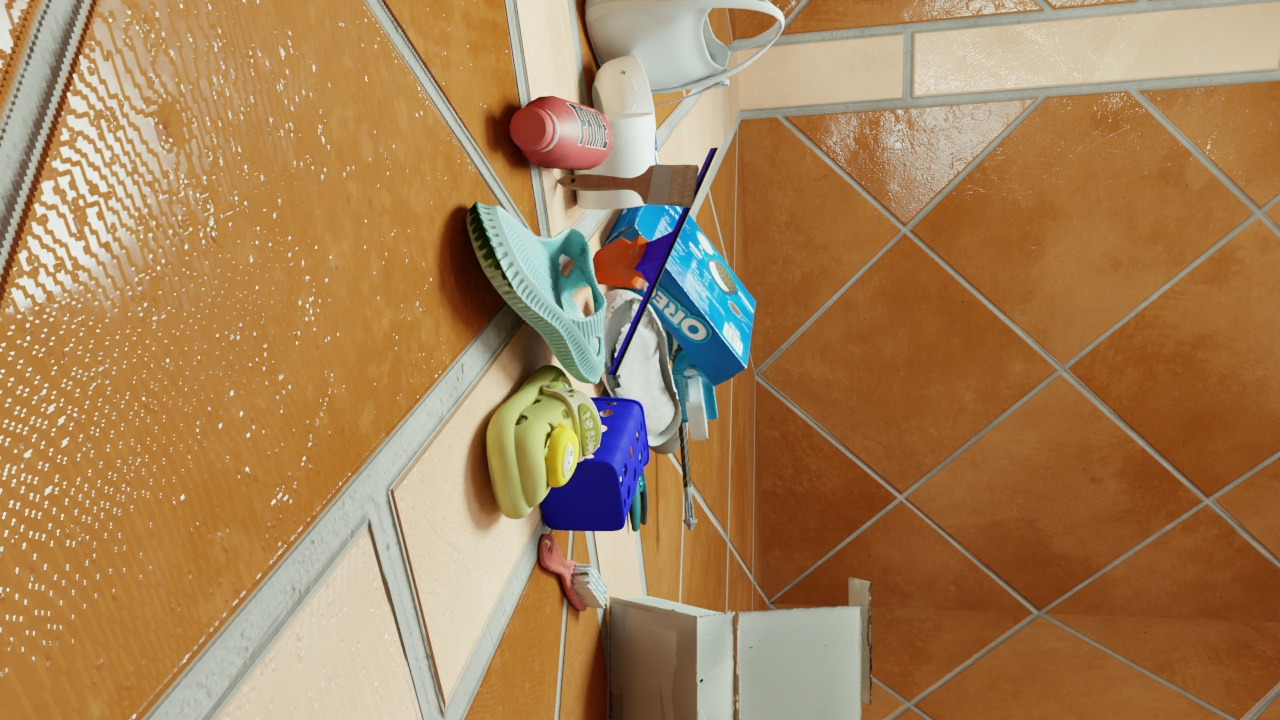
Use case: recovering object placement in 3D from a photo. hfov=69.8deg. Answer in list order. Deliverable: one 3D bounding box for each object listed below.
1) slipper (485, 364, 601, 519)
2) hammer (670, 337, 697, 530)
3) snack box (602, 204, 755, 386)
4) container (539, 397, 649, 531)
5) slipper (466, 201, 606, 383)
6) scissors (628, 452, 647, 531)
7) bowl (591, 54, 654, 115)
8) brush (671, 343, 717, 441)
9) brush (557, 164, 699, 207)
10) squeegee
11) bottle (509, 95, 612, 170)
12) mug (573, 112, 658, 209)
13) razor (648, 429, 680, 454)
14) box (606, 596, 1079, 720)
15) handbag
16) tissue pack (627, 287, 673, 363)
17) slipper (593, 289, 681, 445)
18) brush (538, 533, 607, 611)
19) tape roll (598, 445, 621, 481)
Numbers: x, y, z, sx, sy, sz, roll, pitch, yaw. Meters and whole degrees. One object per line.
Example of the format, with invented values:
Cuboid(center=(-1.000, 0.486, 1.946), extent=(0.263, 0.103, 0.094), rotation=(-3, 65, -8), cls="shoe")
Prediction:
Cuboid(center=(-0.072, 0.065, 0.778), extent=(0.190, 0.082, 0.092), rotation=(-70, 158, -66), cls="slipper")
Cuboid(center=(0.064, 0.097, 1.402), extent=(0.098, 0.044, 0.322), rotation=(125, -40, -87), cls="hammer")
Cuboid(center=(0.059, -0.110, 1.206), extent=(0.239, 0.056, 0.195), rotation=(50, 26, -17), cls="snack box")
Cuboid(center=(-0.045, 0.100, 0.887), extent=(0.113, 0.085, 0.084), rotation=(-67, 153, -60), cls="container")
Cuboid(center=(-0.066, -0.058, 0.782), extent=(0.276, 0.069, 0.116), rotation=(52, 16, -67), cls="slipper")
Cuboid(center=(-0.004, 0.155, 1.227), extent=(0.139, 0.019, 0.128), rotation=(64, 33, -47), cls="scissors")
Cuboid(center=(-0.023, -0.293, 1.054), extent=(0.105, 0.054, 0.105), rotation=(163, -89, -82), cls="bowl")
Cuboid(center=(0.071, 0.038, 1.235), extent=(0.075, 0.055, 0.136), rotation=(-91, 172, -47), cls="brush")
Cuboid(center=(-0.015, -0.176, 0.910), extent=(0.008, 0.143, 0.045), rotation=(55, 44, -65), cls="brush")
Cuboid(center=(-0.018, -0.101, 0.962), extent=(0.249, 0.055, 0.185), rotation=(-66, -163, -10), cls="squeegee")
Cuboid(center=(-0.074, -0.205, 0.831), extent=(0.176, 0.062, 0.062), rotation=(-43, 130, -74), cls="bottle")
Cuboid(center=(-0.033, -0.218, 0.994), extent=(0.121, 0.091, 0.090), rotation=(-147, -131, -61), cls="mug")
Cuboid(center=(0.031, 0.061, 1.300), extent=(0.088, 0.047, 0.116), rotation=(78, 12, -53), cls="razor")
Cuboid(center=(0.196, 0.356, 0.994), extent=(0.148, 0.507, 0.166), rotation=(16, 74, -73), cls="box")
Cuboid(center=(0.058, -0.389, 1.084), extent=(0.216, 0.223, 0.095), rotation=(61, 31, -65), cls="handbag")
Cuboid(center=(0.012, -0.038, 1.221), extent=(0.093, 0.062, 0.144), rotation=(77, 17, -46), cls="tissue pack")
Cuboid(center=(-0.007, 0.006, 1.109), extent=(0.112, 0.075, 0.247), rotation=(-49, 146, -24), cls="slipper")
Cuboid(center=(-0.064, 0.214, 0.918), extent=(0.172, 0.030, 0.040), rotation=(69, 23, -57), cls="brush")
Cuboid(center=(-0.038, 0.138, 1.085), extent=(0.093, 0.013, 0.093), rotation=(-1, 89, -78), cls="tape roll")
